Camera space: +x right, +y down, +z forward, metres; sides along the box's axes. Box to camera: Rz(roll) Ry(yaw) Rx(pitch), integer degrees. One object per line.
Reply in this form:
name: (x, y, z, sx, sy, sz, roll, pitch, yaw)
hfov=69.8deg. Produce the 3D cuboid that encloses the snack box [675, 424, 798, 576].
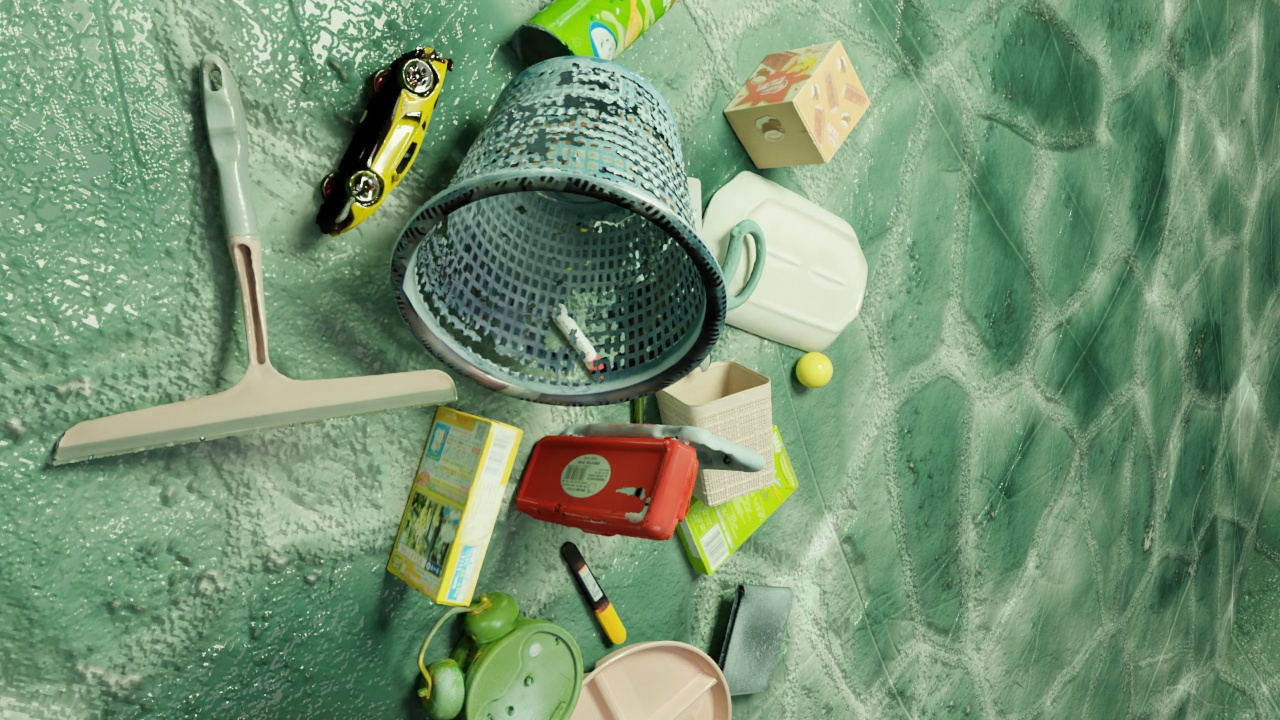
snack box: (0.101, 0.144, 0.969, 0.156, 0.026, 0.086, -39, 119, -30)

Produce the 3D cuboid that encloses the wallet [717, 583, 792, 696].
wallet: (0.121, 0.301, 0.991, 0.097, 0.019, 0.121, 18, 85, -46)

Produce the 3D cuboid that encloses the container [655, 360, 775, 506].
container: (0.075, 0.071, 0.887, 0.089, 0.090, 0.111, -17, 111, -21)

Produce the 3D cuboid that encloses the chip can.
chip can: (-0.007, -0.318, 0.782, 0.235, 0.072, 0.072, -49, 124, -24)

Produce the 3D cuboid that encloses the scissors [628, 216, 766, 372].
scissors: (0.043, -0.081, 0.863, 0.181, 0.019, 0.170, 36, 81, -31)

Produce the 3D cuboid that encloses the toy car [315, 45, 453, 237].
toy car: (-0.184, -0.155, 0.654, 0.041, 0.071, 0.155, 30, 79, -35)

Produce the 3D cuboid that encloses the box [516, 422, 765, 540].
box: (-0.003, 0.101, 0.753, 0.100, 0.202, 0.102, 29, 70, -32)

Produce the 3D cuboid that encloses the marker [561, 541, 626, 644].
marker: (-0.044, 0.219, 0.864, 0.018, 0.015, 0.124, -40, 117, -31)

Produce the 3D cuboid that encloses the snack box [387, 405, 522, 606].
snack box: (-0.146, 0.110, 0.713, 0.033, 0.087, 0.140, 24, 80, -40)

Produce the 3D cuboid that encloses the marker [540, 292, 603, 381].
marker: (-0.063, -0.030, 0.810, 0.017, 0.017, 0.145, -50, 124, -24)

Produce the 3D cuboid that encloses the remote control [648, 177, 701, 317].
remote control: (0.035, -0.100, 0.881, 0.058, 0.021, 0.150, -10, 102, -39)

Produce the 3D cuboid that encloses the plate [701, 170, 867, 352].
plate: (0.165, -0.100, 0.983, 0.265, 0.034, 0.162, 17, 85, -41)

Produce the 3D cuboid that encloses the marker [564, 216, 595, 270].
marker: (-0.046, -0.127, 0.812, 0.018, 0.015, 0.124, 23, 80, -43)

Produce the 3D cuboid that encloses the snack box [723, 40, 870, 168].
snack box: (0.156, -0.253, 0.915, 0.094, 0.093, 0.077, -54, 126, -21)

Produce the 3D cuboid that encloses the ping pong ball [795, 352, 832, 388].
ping pong ball: (0.193, 0.011, 1.019, 0.040, 0.040, 0.040, -7, 100, -40)

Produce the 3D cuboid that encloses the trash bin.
trash bin: (-0.050, -0.108, 0.677, 0.226, 0.227, 0.194, 42, 38, -36)

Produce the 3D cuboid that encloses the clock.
clock: (-0.121, 0.264, 0.777, 0.161, 0.056, 0.116, 48, 65, -35)

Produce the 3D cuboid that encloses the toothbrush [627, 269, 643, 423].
toothbrush: (-0.005, 0.005, 0.868, 0.017, 0.012, 0.186, -7, 101, -34)

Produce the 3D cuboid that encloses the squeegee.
squeegee: (-0.262, -0.075, 0.606, 0.247, 0.040, 0.249, -8, 89, -10)

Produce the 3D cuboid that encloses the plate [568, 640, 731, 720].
plate: (-0.009, 0.377, 0.891, 0.229, 0.028, 0.229, -8, 105, -32)
